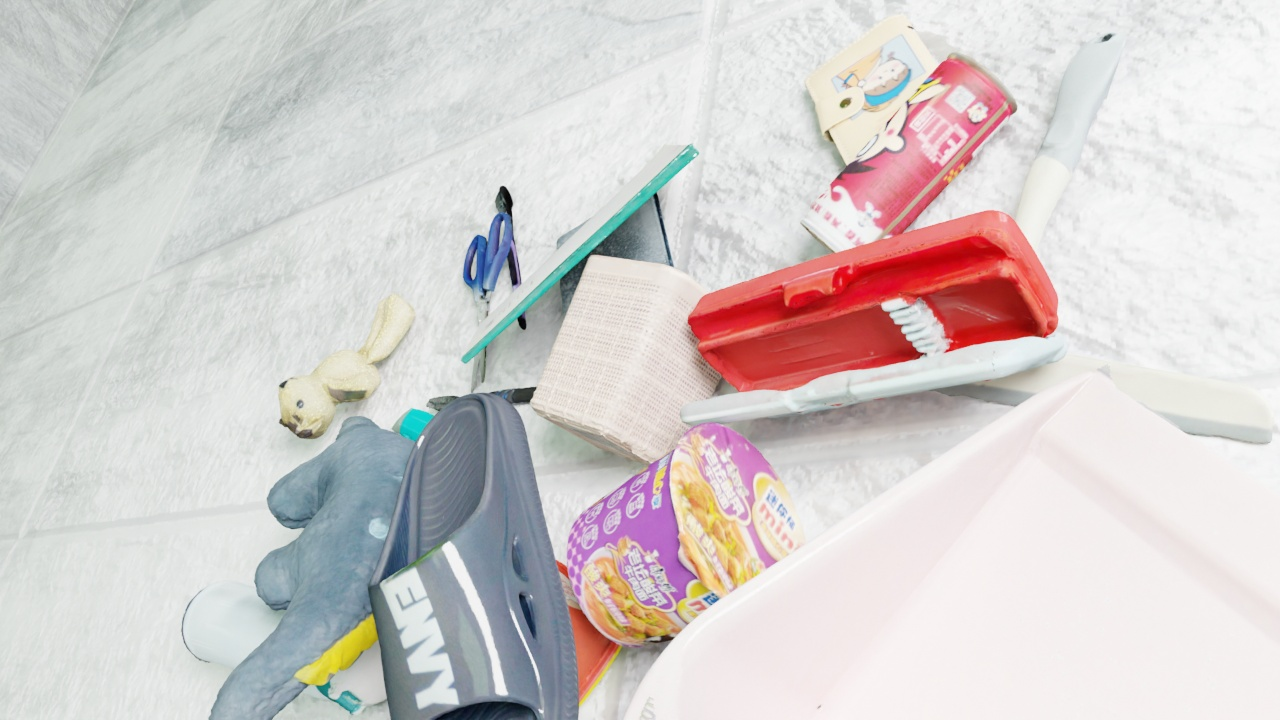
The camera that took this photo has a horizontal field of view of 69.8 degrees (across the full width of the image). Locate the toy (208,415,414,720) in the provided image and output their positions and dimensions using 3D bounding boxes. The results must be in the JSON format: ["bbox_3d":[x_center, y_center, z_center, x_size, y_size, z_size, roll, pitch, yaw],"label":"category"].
[{"bbox_3d":[-0.202,0.118,0.663,0.138,0.091,0.355,-19,27,1],"label":"toy"}]

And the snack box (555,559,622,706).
[{"bbox_3d":[-0.068,0.158,0.553,0.082,0.080,0.091,-53,42,-3],"label":"snack box"}]

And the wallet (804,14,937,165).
[{"bbox_3d":[0.162,-0.181,0.629,0.087,0.024,0.115,-27,49,18],"label":"wallet"}]

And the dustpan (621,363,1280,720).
[{"bbox_3d":[0.127,0.123,0.302,0.273,0.138,0.222,-50,41,5],"label":"dustpan"}]

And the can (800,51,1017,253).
[{"bbox_3d":[0.160,-0.117,0.557,0.133,0.053,0.053,-48,43,11],"label":"can"}]

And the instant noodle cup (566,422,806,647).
[{"bbox_3d":[0.020,0.102,0.503,0.099,0.111,0.111,-30,46,33],"label":"instant noodle cup"}]

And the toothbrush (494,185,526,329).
[{"bbox_3d":[-0.115,-0.094,0.812,0.017,0.014,0.188,-38,44,25],"label":"toothbrush"}]

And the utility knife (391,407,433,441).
[{"bbox_3d":[-0.150,0.066,0.736,0.161,0.013,0.029,16,76,42],"label":"utility knife"}]

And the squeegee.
[{"bbox_3d":[0.225,-0.093,0.503,0.247,0.039,0.246,10,69,44],"label":"squeegee"}]

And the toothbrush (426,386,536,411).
[{"bbox_3d":[-0.101,0.028,0.717,0.190,0.016,0.014,-7,72,36],"label":"toothbrush"}]

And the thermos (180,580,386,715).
[{"bbox_3d":[-0.261,0.210,0.694,0.225,0.073,0.073,-3,61,39],"label":"thermos"}]

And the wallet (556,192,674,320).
[{"bbox_3d":[-0.021,-0.079,0.720,0.097,0.019,0.120,-29,46,20],"label":"wallet"}]

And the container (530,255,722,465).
[{"bbox_3d":[-0.004,0.003,0.599,0.090,0.090,0.110,13,75,44],"label":"container"}]

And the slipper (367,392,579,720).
[{"bbox_3d":[-0.108,0.116,0.497,0.111,0.083,0.267,-35,44,20],"label":"slipper"}]

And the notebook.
[{"bbox_3d":[-0.047,-0.083,0.669,0.209,0.012,0.150,-42,12,5],"label":"notebook"}]

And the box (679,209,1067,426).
[{"bbox_3d":[0.111,0.002,0.484,0.202,0.094,0.091,-14,38,43],"label":"box"}]

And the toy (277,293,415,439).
[{"bbox_3d":[-0.266,0.004,0.835,0.105,0.066,0.157,9,56,52],"label":"toy"}]

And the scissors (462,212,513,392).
[{"bbox_3d":[-0.129,-0.056,0.788,0.128,0.012,0.173,-55,36,20],"label":"scissors"}]
